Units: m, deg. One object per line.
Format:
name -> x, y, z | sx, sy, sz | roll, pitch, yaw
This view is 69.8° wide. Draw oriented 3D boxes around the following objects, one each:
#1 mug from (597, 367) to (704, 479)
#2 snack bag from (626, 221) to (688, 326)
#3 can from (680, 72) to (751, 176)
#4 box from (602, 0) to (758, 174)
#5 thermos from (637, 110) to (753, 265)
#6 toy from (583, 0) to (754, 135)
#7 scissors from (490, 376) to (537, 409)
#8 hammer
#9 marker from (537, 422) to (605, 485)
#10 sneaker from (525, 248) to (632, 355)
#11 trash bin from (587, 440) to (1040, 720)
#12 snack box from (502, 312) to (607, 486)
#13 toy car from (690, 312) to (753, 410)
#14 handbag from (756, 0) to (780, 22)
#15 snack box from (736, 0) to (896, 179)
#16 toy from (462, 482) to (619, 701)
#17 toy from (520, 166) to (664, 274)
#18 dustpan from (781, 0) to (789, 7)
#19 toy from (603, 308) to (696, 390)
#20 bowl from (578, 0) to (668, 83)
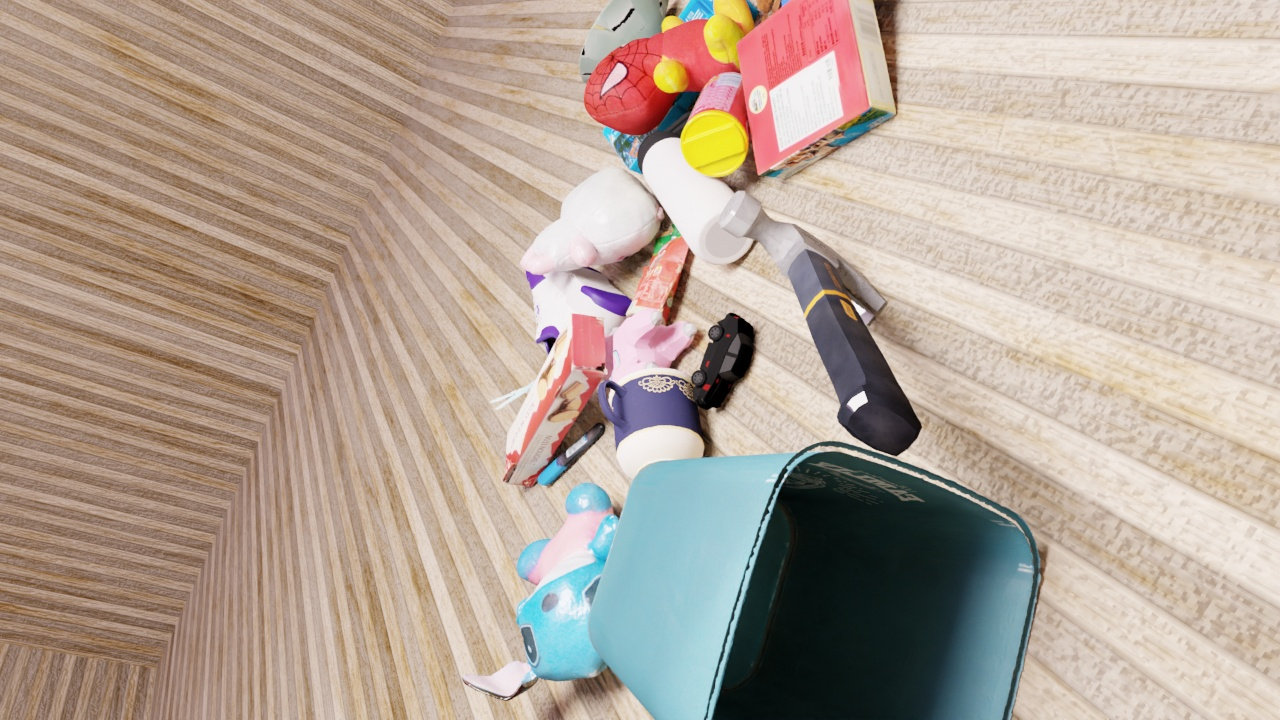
mug -> 0.007, 0.063, 0.848 | 0.086, 0.111, 0.089 | -38, 42, 34
snack bag -> 0.026, -0.109, 1.017 | 0.087, 0.044, 0.155 | -18, 50, 58
can -> 0.084, -0.243, 0.938 | 0.067, 0.066, 0.124 | -44, 16, 36
box -> 0.035, -0.379, 1.168 | 0.244, 0.060, 0.175 | -51, 32, 26
thermos -> 0.066, -0.191, 0.978 | 0.101, 0.068, 0.229 | -34, 38, 6
toy -> 0.030, -0.330, 1.048 | 0.217, 0.099, 0.147 | -22, 25, 30
scissors -> -0.132, 0.026, 1.133 | 0.135, 0.016, 0.083 | -25, 30, -9
hammer -> 0.126, -0.031, 0.622 | 0.035, 0.139, 0.312 | -55, 13, 21
marker -> -0.080, 0.110, 1.063 | 0.123, 0.015, 0.018 | -43, 41, 32
sneaker -> -0.092, -0.059, 1.135 | 0.244, 0.091, 0.111 | 42, 112, 57
trash bin -> 0.085, 0.157, 0.579 | 0.219, 0.196, 0.199 | -3, 66, 66
snack box -> -0.104, 0.053, 1.042 | 0.274, 0.044, 0.076 | 125, 149, -51
toy car -> 0.078, 0.003, 0.842 | 0.036, 0.042, 0.091 | 19, 87, 36
handbag -> 0.132, -0.376, 0.976 | 0.094, 0.043, 0.195 | 116, 169, -71
snack box -> 0.157, -0.263, 0.850 | 0.145, 0.040, 0.142 | -23, 72, 53
toy -> -0.072, 0.225, 0.879 | 0.224, 0.099, 0.191 | -42, 29, 15
toy -> -0.059, -0.153, 1.073 | 0.179, 0.101, 0.139 | -36, 32, -14
dustpan -> 0.213, -0.449, 0.881 | 0.246, 0.059, 0.257 | -29, 65, 47
toy -> -0.006, 0.006, 0.957 | 0.158, 0.067, 0.123 | -30, 47, 54
bowl -> -0.002, -0.432, 1.249 | 0.174, 0.068, 0.174 | -45, -12, -12
